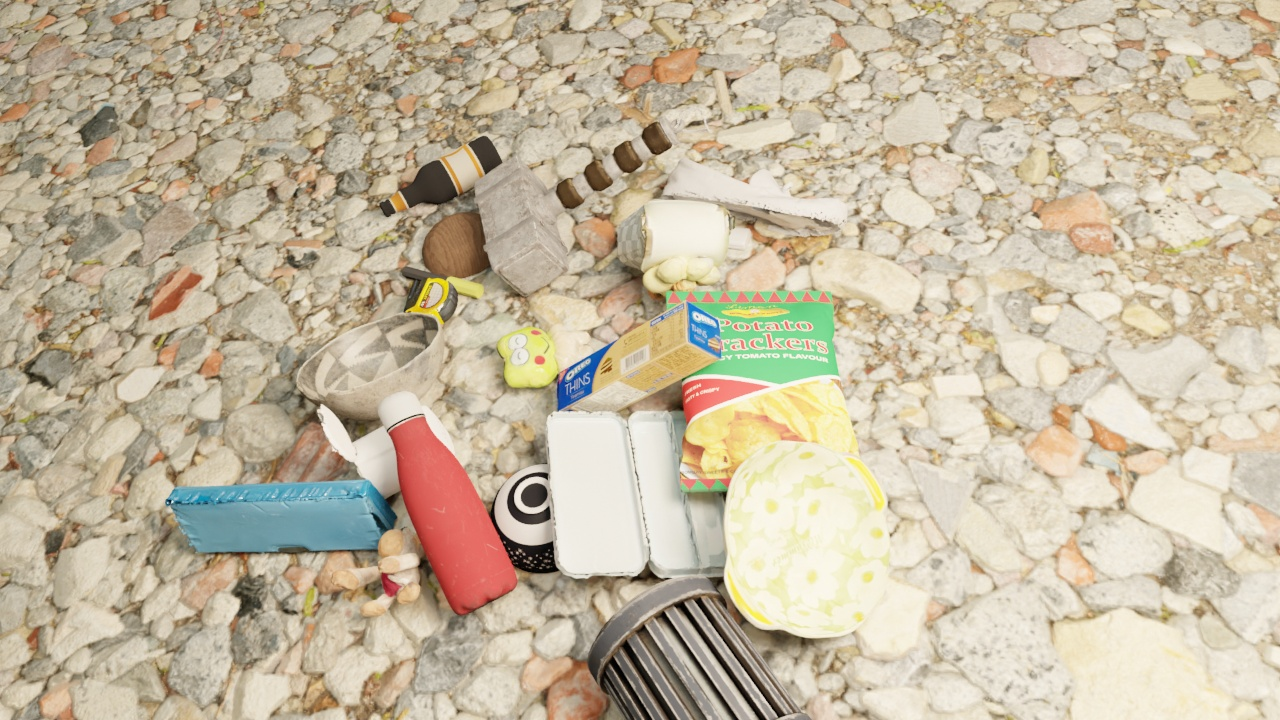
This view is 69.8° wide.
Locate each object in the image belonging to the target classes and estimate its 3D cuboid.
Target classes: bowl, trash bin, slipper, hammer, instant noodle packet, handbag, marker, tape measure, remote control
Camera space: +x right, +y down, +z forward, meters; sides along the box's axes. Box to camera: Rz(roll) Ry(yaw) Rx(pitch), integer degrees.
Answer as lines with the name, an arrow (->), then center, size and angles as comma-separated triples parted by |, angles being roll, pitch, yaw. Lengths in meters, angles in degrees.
bowl -> -0.247, -0.166, 1.259 | 0.118, 0.030, 0.117 | -5, 54, 7
bowl -> -0.106, 0.158, 0.978 | 0.120, 0.066, 0.120 | -5, 54, 7
trash bin -> 0.066, 0.312, 0.784 | 0.164, 0.164, 0.227 | -31, 52, -12
slipper -> 0.148, -0.211, 1.184 | 0.247, 0.112, 0.075 | 18, 100, 25
bowl -> -0.310, 0.018, 1.100 | 0.178, 0.081, 0.178 | -13, 31, 8
hammer -> -0.061, -0.233, 1.176 | 0.327, 0.079, 0.176 | -29, 52, 15
instant noodle packet -> 0.133, 0.026, 1.008 | 0.195, 0.090, 0.252 | 0, 58, -4
handbag -> 0.035, -0.133, 1.121 | 0.112, 0.171, 0.123 | -3, 92, -15
marker -> -0.265, -0.107, 1.228 | 0.124, 0.017, 0.021 | 16, 26, 22
tape measure -> -0.270, -0.074, 1.193 | 0.064, 0.037, 0.065 | -1, 57, 10
remote control -> 0.079, -0.170, 1.214 | 0.131, 0.012, 0.033 | 10, 57, 17
bowl -> 0.150, 0.175, 0.893 | 0.218, 0.060, 0.188 | -35, 89, -32

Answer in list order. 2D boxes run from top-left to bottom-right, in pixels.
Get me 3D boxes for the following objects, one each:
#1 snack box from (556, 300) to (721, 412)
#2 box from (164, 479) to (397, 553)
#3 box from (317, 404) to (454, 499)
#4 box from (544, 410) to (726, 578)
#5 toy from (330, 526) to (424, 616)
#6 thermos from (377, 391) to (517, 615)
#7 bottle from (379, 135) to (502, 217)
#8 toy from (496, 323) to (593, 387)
snack box -> -0.006, 0.006, 1.008 | 0.207, 0.056, 0.057 | -28, 50, 37
box -> -0.393, 0.174, 1.005 | 0.232, 0.093, 0.052 | -2, 54, 7
box -> -0.277, 0.082, 1.014 | 0.106, 0.150, 0.080 | -29, 53, -8
box -> -0.004, 0.135, 0.962 | 0.188, 0.037, 0.208 | -3, 47, -11
toy -> -0.255, 0.211, 0.963 | 0.085, 0.074, 0.105 | -30, 16, 28
thermos -> -0.208, 0.142, 0.952 | 0.073, 0.073, 0.240 | -26, 80, -9
bottle -> -0.288, -0.256, 1.313 | 0.181, 0.059, 0.059 | -30, 55, -12
toy -> -0.114, -0.008, 1.114 | 0.115, 0.046, 0.092 | -12, 50, -8
